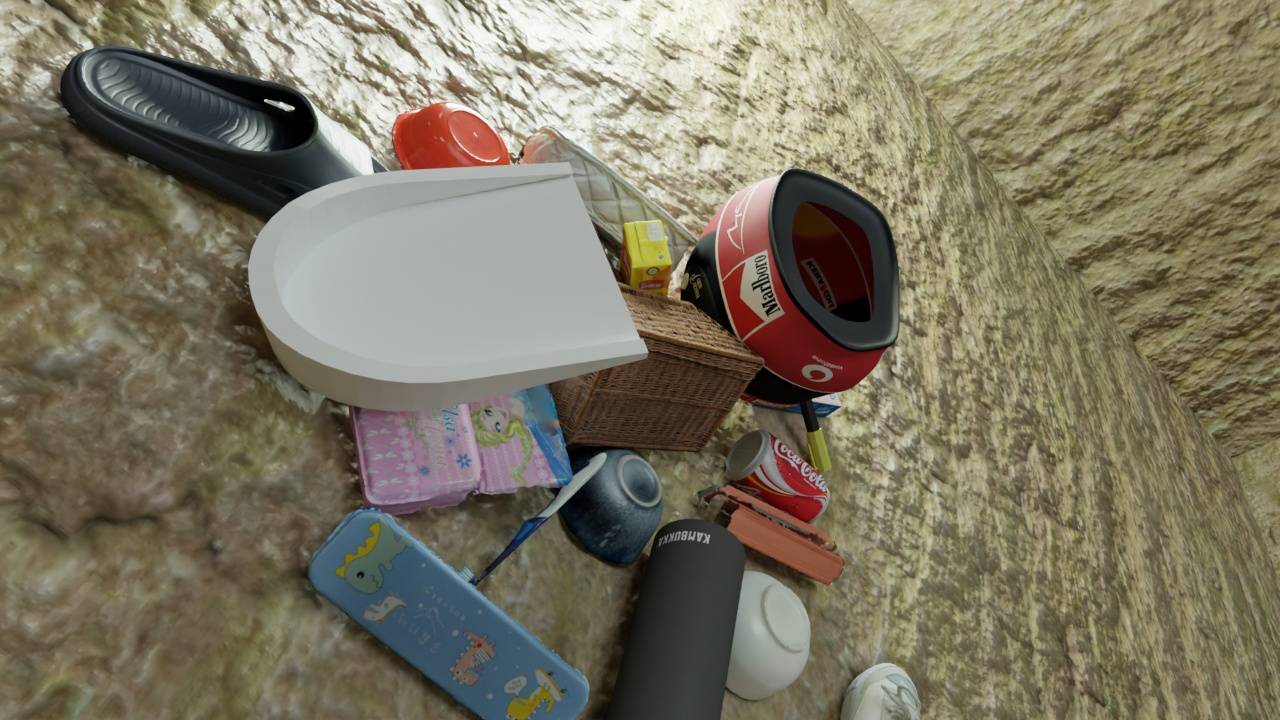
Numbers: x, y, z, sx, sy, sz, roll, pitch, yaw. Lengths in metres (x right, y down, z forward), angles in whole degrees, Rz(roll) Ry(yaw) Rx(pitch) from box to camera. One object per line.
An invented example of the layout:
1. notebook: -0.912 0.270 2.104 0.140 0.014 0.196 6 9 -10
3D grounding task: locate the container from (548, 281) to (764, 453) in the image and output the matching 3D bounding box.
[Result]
1. container: -0.005 0.005 0.817 0.198 0.113 0.114 10 24 -44

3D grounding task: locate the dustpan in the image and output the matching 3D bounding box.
1. dustpan: -0.144 -0.064 0.671 0.257 0.053 0.191 -14 63 -16

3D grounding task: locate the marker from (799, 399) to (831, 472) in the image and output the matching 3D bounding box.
1. marker: 0.199 0.071 1.079 0.021 0.017 0.124 -17 96 -14

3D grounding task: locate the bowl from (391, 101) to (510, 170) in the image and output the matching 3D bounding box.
1. bowl: -0.173 -0.205 0.892 0.130 0.045 0.130 30 41 -31

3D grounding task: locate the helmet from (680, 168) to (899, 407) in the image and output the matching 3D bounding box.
1. helmet: 0.144 -0.061 0.967 0.197 0.225 0.270 21 51 -18

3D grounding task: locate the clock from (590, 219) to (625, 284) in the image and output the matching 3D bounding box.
1. clock: -0.080 -0.084 0.873 0.157 0.072 0.120 -14 72 -53

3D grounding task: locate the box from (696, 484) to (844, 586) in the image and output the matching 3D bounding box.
1. box: 0.132 0.168 0.929 0.188 0.056 0.064 32 3 -31

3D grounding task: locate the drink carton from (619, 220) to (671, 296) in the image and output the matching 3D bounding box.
1. drink carton: 0.004 -0.073 0.912 0.043 0.135 0.058 -6 57 -7

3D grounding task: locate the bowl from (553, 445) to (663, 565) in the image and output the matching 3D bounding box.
1. bowl: -0.017 0.115 0.789 0.110 0.055 0.110 31 39 -30

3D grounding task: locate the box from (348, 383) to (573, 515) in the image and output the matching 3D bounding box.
1. box: -0.146 0.000 0.706 0.159 0.035 0.230 -5 62 -25

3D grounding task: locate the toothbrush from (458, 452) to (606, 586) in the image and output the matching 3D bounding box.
1. toothbrush: -0.084 0.123 0.702 0.017 0.016 0.188 45 49 6

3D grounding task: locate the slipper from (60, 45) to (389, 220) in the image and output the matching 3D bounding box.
1. slipper: -0.285 -0.176 0.705 0.267 0.084 0.110 21 44 -36

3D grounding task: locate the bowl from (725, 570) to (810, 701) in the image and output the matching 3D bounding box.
1. bowl: 0.110 0.240 0.823 0.113 0.063 0.113 30 42 -31

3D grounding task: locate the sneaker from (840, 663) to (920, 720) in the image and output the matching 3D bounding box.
1. sneaker: 0.227 0.352 0.840 0.089 0.091 0.241 56 34 6

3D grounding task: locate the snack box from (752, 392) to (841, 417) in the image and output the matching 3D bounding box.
1. snack box: 0.181 0.019 1.126 0.154 0.033 0.088 10 54 -45

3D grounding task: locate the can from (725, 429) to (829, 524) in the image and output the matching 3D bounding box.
1. can: 0.145 0.124 0.963 0.105 0.064 0.064 39 37 -20

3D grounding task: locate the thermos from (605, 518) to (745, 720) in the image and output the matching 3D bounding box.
1. thermos: 0.026 0.238 0.707 0.082 0.082 0.239 41 36 -17

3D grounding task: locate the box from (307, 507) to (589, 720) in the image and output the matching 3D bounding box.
1. box: -0.121 0.178 0.602 0.210 0.059 0.068 44 53 -14

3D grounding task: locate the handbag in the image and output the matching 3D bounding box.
1. handbag: -0.040 -0.163 0.970 0.195 0.072 0.139 36 6 -24
